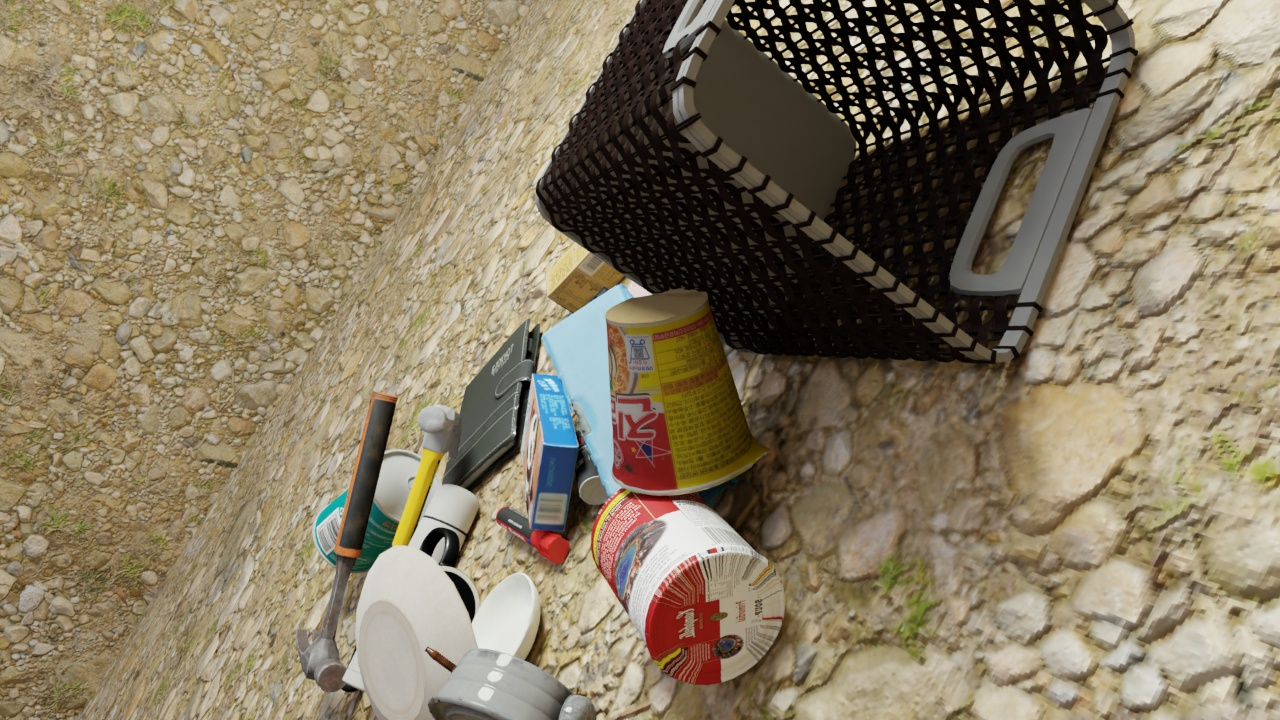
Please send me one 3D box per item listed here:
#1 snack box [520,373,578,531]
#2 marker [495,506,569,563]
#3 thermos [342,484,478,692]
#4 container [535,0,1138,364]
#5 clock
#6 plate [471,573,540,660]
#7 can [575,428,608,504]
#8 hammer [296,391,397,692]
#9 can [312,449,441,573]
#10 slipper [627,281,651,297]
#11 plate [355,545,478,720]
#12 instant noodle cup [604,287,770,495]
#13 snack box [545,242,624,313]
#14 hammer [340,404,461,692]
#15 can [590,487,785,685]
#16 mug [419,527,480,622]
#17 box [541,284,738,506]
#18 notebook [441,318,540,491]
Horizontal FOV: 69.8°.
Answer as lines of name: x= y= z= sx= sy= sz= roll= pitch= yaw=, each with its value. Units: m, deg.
snack box: x=-0.087 y=0.082 z=0.854 sx=0.151 sy=0.034 sz=0.087 roll=-114 pitch=33 yaw=-65
marker: x=-0.104 y=0.160 z=0.856 sx=0.145 sy=0.021 sz=0.023 roll=6 pitch=95 yaw=63
thermos: x=-0.236 y=0.237 z=0.964 sx=0.052 sy=0.052 sz=0.223 roll=-13 pitch=49 yaw=56
container: x=0.105 y=-0.151 z=0.591 sx=0.244 sy=0.245 sz=0.247 roll=-5 pitch=55 yaw=64
clock: x=-0.081 y=0.247 z=0.633 sx=0.148 sy=0.104 sz=0.056 roll=2 pitch=46 yaw=28
plate: x=-0.113 y=0.234 z=0.777 sx=0.104 sy=0.026 sz=0.104 roll=-43 pitch=27 yaw=28
can: x=-0.043 y=0.092 z=0.814 sx=0.032 sy=0.031 sz=0.080 roll=-48 pitch=26 yaw=17
hammer: x=-0.323 y=0.189 z=1.020 sx=0.138 sy=0.035 sz=0.314 roll=-1 pitch=75 yaw=59
can: x=-0.323 y=0.187 z=1.126 sx=0.144 sy=0.099 sz=0.099 roll=-39 pitch=30 yaw=33
slipper: x=0.042 y=-0.073 z=0.821 sx=0.094 sy=0.064 sz=0.239 roll=-58 pitch=11 yaw=3
plate: x=-0.203 y=0.255 z=0.787 sx=0.189 sy=0.027 sz=0.189 roll=4 pitch=96 yaw=44
instant noodle cup: x=0.018 y=0.016 z=0.602 sx=0.100 sy=0.112 sz=0.100 roll=-11 pitch=20 yaw=4
snack box: x=-0.021 y=-0.138 z=1.025 sx=0.207 sy=0.057 sz=0.056 roll=-43 pitch=31 yaw=26
hammer: x=-0.263 y=0.204 z=1.009 sx=0.127 sy=0.029 sz=0.323 roll=58 pitch=-129 yaw=-86
can: x=0.025 y=0.133 z=0.574 sx=0.086 sy=0.086 sz=0.116 roll=-56 pitch=24 yaw=2
mug: x=-0.208 y=0.220 z=0.892 sx=0.098 sy=0.081 sz=0.117 roll=-13 pitch=57 yaw=56
box: x=-0.004 y=0.039 z=0.737 sx=0.093 sy=0.054 sz=0.231 roll=-33 pitch=45 yaw=5
notebook: x=-0.180 y=0.061 z=1.108 sx=0.170 sy=0.029 sz=0.208 roll=-43 pitch=30 yaw=31
